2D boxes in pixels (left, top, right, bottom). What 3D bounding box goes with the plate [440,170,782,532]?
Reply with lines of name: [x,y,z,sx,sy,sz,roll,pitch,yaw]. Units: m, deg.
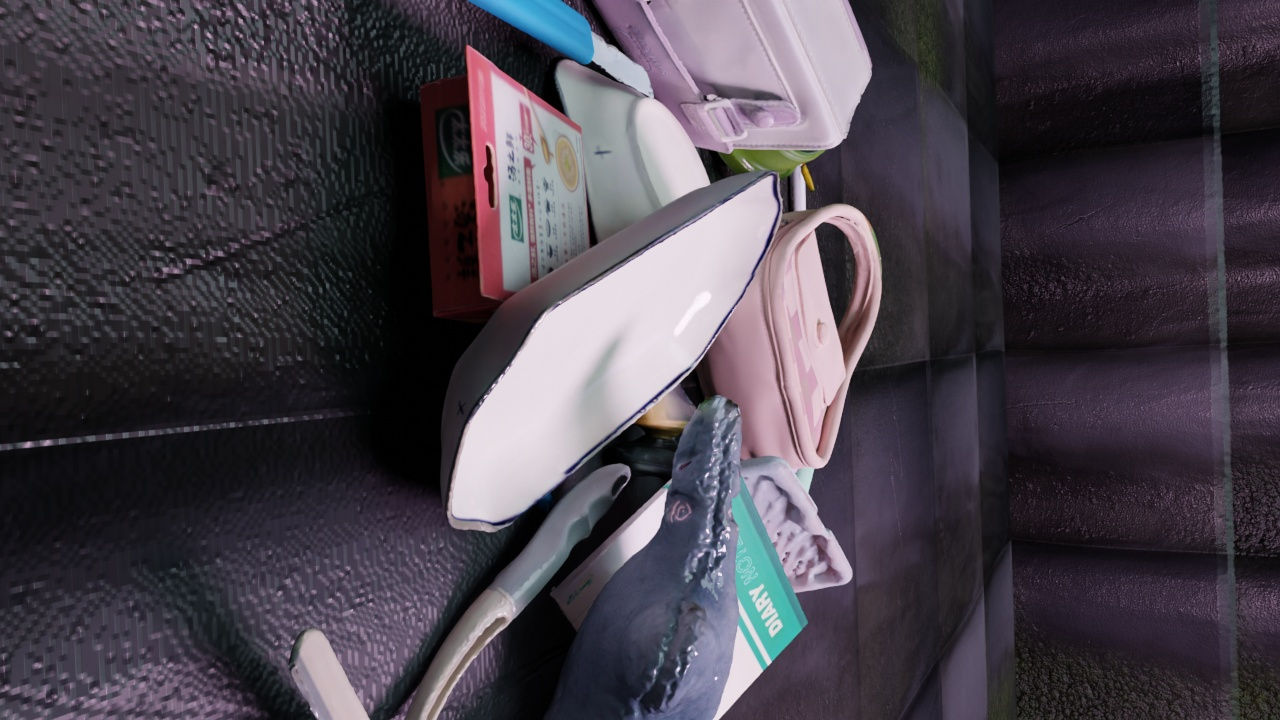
plate: [-0.013,-0.015,0.483,0.264,0.034,0.162,-38,157,-40]

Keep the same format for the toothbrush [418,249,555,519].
toothbrush: [-0.076,0.022,0.495,0.016,0.014,0.190,-79,153,-55]

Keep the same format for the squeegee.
squeegee: [-0.071,0.131,0.469,0.245,0.039,0.247,-55,146,-46]

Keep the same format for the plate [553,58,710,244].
plate: [0.012,-0.113,0.600,0.163,0.034,0.164,8,65,-61]

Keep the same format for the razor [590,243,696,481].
razor: [-0.004,0.003,0.599,0.067,0.062,0.167,-21,104,-27]

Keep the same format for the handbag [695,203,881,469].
handbag: [0.140,-0.039,0.770,0.233,0.093,0.193,-41,126,-40]

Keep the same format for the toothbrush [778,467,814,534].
toothbrush: [0.150,0.127,0.891,0.027,0.026,0.223,90,19,-48]

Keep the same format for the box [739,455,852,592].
box: [0.090,0.160,0.702,0.201,0.100,0.112,55,42,-45]

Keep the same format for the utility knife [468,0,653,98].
utility knife: [-0.055,-0.191,0.507,0.209,0.018,0.034,14,71,-50]

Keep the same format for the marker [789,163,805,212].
marker: [0.162,-0.135,0.940,0.017,0.017,0.145,-1,89,-61]

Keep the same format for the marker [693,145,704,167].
marker: [0.039,-0.161,0.710,0.022,0.020,0.132,-30,114,-68]

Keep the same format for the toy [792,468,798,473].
toy: [0.135,0.055,0.854,0.083,0.039,0.108,-36,114,-55]

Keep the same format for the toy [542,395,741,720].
toy: [-0.008,0.193,0.501,0.138,0.091,0.355,62,48,-72]

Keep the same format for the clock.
clock: [0.100,-0.220,0.762,0.161,0.056,0.116,35,61,-31]

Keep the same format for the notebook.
notebook: [0.037,0.169,0.623,0.150,0.012,0.209,-41,128,-19]

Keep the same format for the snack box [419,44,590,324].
snack box: [-0.069,-0.076,0.458,0.127,0.044,0.113,9,77,-70]

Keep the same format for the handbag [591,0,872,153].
handbag: [0.045,-0.226,0.586,0.197,0.145,0.098,49,62,-43]
